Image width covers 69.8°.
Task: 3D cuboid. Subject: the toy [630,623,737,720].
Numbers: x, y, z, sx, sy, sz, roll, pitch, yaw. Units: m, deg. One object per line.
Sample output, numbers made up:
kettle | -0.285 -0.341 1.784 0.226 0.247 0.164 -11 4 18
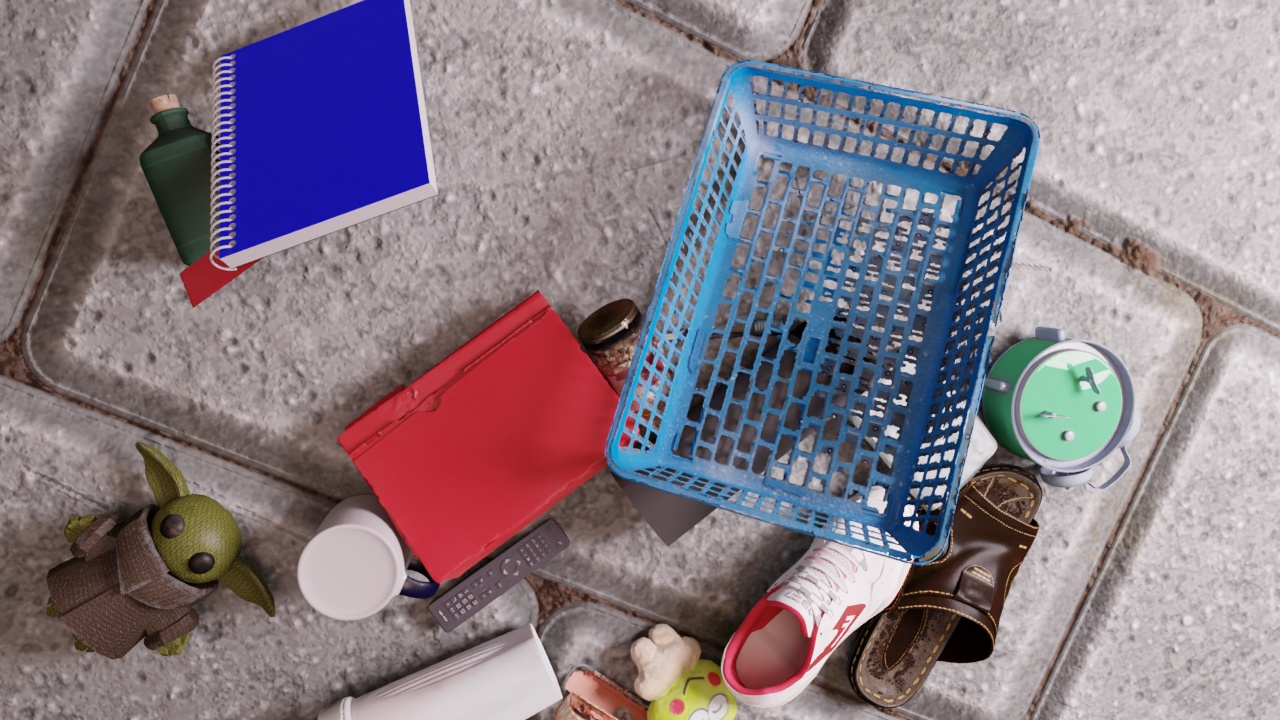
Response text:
toy | 0.036 0.299 0.842 0.091 0.046 0.115 -31 86 -32

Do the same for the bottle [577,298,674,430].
bottle | -0.005 0.005 0.792 0.056 0.056 0.105 -33 115 -4

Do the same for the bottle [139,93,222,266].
bottle | -0.356 -0.146 0.734 0.061 0.061 0.131 -20 99 -3

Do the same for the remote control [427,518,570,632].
remote control | -0.127 0.192 0.828 0.136 0.015 0.032 -35 100 -6

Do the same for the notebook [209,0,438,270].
notebook | -0.245 -0.180 0.691 0.172 0.022 0.208 -18 61 7

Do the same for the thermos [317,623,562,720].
thermos | -0.180 0.312 0.797 0.220 0.099 0.099 -23 99 -9

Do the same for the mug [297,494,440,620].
mug | -0.221 0.168 0.770 0.112 0.097 0.078 23 92 -10

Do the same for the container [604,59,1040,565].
container | 0.146 -0.042 0.738 0.257 0.089 0.361 15 78 11

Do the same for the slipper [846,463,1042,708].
slipper | 0.290 0.215 0.860 0.113 0.076 0.268 33 91 -11

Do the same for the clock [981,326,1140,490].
clock | 0.403 0.054 0.859 0.122 0.075 0.161 -42 101 -2

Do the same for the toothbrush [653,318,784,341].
toothbrush | 0.040 -0.026 0.829 0.189 0.016 0.017 -3 83 -8

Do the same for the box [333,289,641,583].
box | -0.120 0.068 0.776 0.214 0.153 0.164 -36 124 -4

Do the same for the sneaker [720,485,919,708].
sneaker | 0.157 0.207 0.813 0.090 0.104 0.236 42 92 25

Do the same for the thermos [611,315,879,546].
thermos | 0.094 0.057 0.811 0.240 0.082 0.082 -38 100 -3

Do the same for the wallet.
wallet | 0.255 0.062 0.852 0.100 0.054 0.131 -40 98 -12

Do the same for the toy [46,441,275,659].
toy | -0.404 0.173 0.753 0.152 0.078 0.179 -35 97 -4

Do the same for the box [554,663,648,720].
box | 0.005 0.350 0.838 0.187 0.082 0.042 37 102 -12
